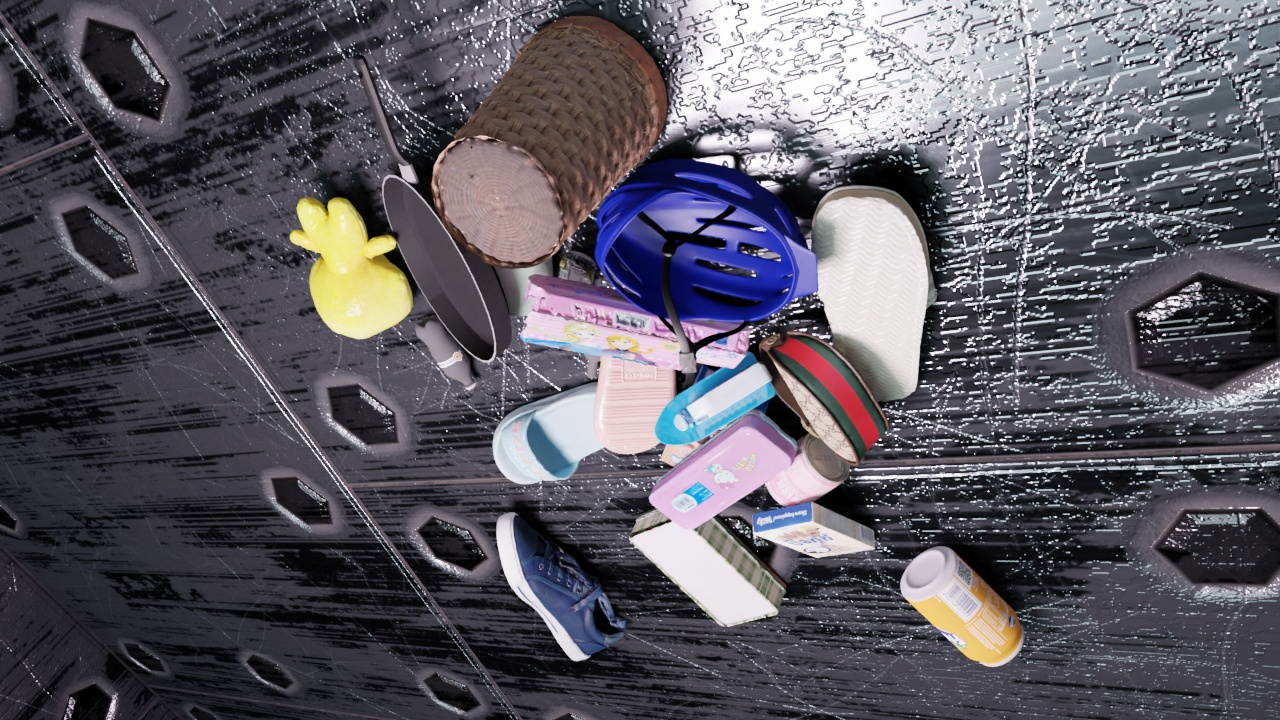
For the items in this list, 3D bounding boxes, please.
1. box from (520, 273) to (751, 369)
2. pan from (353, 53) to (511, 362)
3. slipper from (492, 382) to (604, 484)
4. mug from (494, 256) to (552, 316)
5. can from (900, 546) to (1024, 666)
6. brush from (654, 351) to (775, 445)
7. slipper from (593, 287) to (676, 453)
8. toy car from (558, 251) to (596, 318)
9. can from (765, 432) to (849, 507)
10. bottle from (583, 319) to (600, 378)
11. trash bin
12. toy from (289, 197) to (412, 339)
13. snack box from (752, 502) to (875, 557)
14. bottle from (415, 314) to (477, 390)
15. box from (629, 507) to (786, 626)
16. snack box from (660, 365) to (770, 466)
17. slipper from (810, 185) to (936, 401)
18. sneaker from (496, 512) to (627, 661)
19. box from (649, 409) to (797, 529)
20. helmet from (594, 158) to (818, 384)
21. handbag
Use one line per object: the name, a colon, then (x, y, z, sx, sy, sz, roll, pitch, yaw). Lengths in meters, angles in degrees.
box: (-0.008, -0.027, 0.940, 0.230, 0.084, 0.077, 11, 102, -10)
pan: (-0.221, -0.151, 0.958, 0.225, 0.034, 0.357, 36, 149, 42)
slipper: (-0.109, 0.101, 1.168, 0.246, 0.074, 0.104, -28, 111, 39)
mug: (-0.145, -0.113, 1.008, 0.111, 0.084, 0.104, 35, 148, 37)
can: (0.381, 0.291, 1.084, 0.142, 0.078, 0.079, 43, 133, -13)
brush: (0.075, 0.047, 0.980, 0.136, 0.075, 0.055, -32, 85, 0)
slipper: (-0.006, 0.006, 1.037, 0.093, 0.081, 0.197, 2, 108, -9)
toy car: (-0.072, -0.085, 1.021, 0.039, 0.027, 0.090, 22, 136, 5)
can: (0.189, 0.126, 1.046, 0.067, 0.067, 0.076, 37, 134, -7)
bottle: (-0.050, -0.022, 1.062, 0.030, 0.030, 0.113, 21, 134, 9)
trash bin: (-0.081, -0.194, 0.805, 0.151, 0.209, 0.151, 13, 132, 15)
toy: (-0.346, -0.105, 1.097, 0.134, 0.092, 0.208, 7, 128, 17)
snack box: (0.206, 0.202, 1.082, 0.082, 0.026, 0.150, -18, 149, 36)
bottle: (-0.244, -0.007, 1.167, 0.036, 0.036, 0.110, -13, 121, 34)
box: (0.091, 0.272, 1.235, 0.205, 0.050, 0.118, 45, 136, -14)
snack box: (0.086, 0.081, 1.081, 0.087, 0.034, 0.152, 25, 135, 5)
slipper: (0.223, -0.058, 0.881, 0.115, 0.053, 0.273, 5, 139, 25)
sneaker: (-0.105, 0.328, 1.357, 0.127, 0.120, 0.295, -24, 119, 14)
box: (0.093, 0.130, 1.069, 0.076, 0.036, 0.215, 38, 135, -8)
helmet: (0.036, -0.080, 0.832, 0.242, 0.227, 0.148, 11, 136, 26)
handbag: (0.184, 0.038, 0.956, 0.166, 0.063, 0.138, 51, 171, -31)
